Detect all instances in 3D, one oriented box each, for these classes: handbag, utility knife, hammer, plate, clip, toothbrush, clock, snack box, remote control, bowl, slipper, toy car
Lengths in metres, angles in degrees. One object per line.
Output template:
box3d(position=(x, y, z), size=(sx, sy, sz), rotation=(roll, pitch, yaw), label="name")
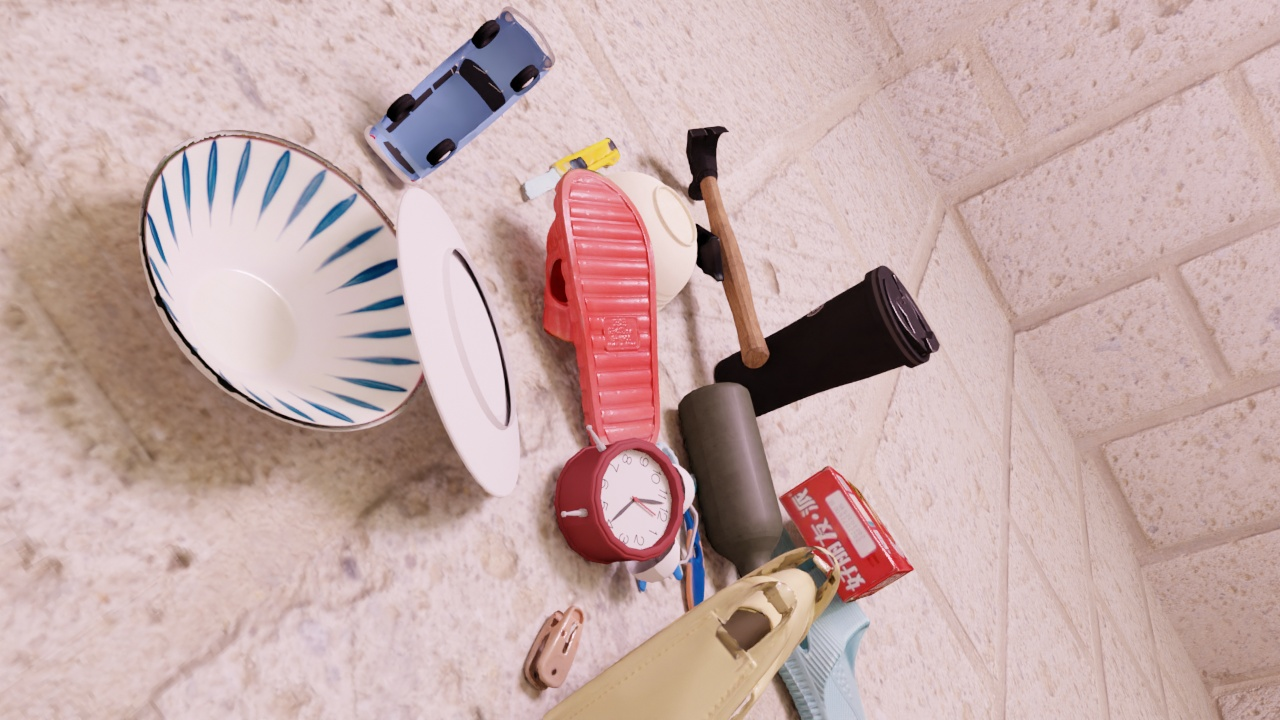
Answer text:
box3d(position=(0.053, 0.210, 0.629), size=(0.088, 0.191, 0.232), rotation=(52, 14, 15), label="handbag")
box3d(position=(-0.065, -0.191, 0.915), size=(0.030, 0.019, 0.217), rotation=(50, 34, -5), label="utility knife")
box3d(position=(0.093, -0.129, 1.002), size=(0.132, 0.040, 0.304), rotation=(89, -8, -57), label="hammer")
box3d(position=(-0.110, -0.013, 0.603), size=(0.208, 0.015, 0.208), rotation=(-14, 88, -86), label="plate")
box3d(position=(-0.053, 0.190, 0.612), size=(0.025, 0.049, 0.061), rotation=(53, 4, -19), label="clip")
box3d(position=(0.046, 0.160, 0.806), size=(0.021, 0.017, 0.134), rotation=(30, 43, -38), label="toothbrush")
box3d(position=(-0.006, 0.111, 0.701), size=(0.137, 0.048, 0.096), rotation=(32, 59, -30), label="clock")
box3d(position=(0.214, 0.178, 0.928), size=(0.113, 0.060, 0.236), rotation=(58, 10, 20), label="snack box")
box3d(position=(0.066, -0.118, 0.991), size=(0.150, 0.022, 0.047), rotation=(-109, -170, -76), label="remote control")
box3d(position=(0.007, -0.128, 0.914), size=(0.150, 0.075, 0.150), rotation=(36, 40, -38), label="bowl")
box3d(position=(-0.036, -0.037, 0.783), size=(0.103, 0.059, 0.248), rotation=(-8, 90, -44), label="slipper")
box3d(position=(-0.135, -0.199, 0.696), size=(0.056, 0.153, 0.055), rotation=(48, -5, -9), label="toy car")
box3d(position=(-0.204, -0.031, 0.508), size=(0.177, 0.071, 0.177), rotation=(38, 38, -37), label="bowl")
box3d(position=(0.174, 0.277, 0.867), size=(0.115, 0.070, 0.276), rotation=(-6, 73, -56), label="slipper")

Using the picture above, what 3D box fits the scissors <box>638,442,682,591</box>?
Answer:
box3d(position=(0.012, 0.125, 0.758), size=(0.110, 0.018, 0.131), rotation=(-31, 100, -41), label="scissors")

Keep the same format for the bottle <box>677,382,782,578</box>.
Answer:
box3d(position=(0.089, 0.125, 0.845), size=(0.071, 0.072, 0.206), rotation=(20, 51, -50), label="bottle")

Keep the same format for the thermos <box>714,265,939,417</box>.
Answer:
box3d(position=(0.186, -0.009, 0.956), size=(0.106, 0.219, 0.105), rotation=(37, 39, -38), label="thermos")
